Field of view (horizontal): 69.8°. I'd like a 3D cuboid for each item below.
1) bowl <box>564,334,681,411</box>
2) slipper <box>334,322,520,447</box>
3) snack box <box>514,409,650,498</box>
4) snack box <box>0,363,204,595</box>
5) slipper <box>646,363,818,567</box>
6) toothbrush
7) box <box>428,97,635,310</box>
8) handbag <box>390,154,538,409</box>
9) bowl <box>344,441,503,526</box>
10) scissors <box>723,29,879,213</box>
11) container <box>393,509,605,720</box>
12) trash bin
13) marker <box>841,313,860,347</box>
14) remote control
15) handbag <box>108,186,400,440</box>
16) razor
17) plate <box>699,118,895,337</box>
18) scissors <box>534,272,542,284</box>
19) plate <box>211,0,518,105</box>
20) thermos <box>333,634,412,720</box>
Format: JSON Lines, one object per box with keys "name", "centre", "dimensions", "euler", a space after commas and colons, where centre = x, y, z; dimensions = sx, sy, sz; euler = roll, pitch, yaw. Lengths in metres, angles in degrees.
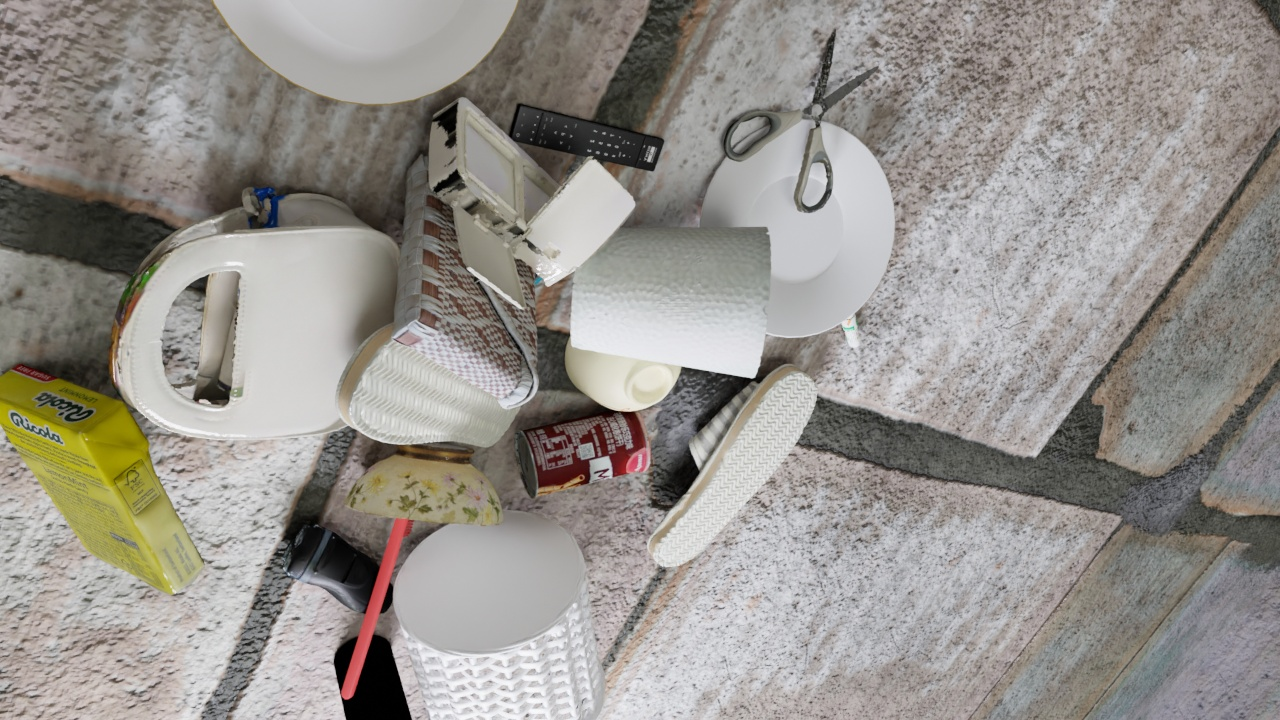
{"name": "bowl", "centre": [-0.005, 0.005, 0.889], "dimensions": [0.117, 0.074, 0.118], "euler": [-14, 126, -20]}
{"name": "slipper", "centre": [-0.172, 0.024, 0.769], "dimensions": [0.115, 0.052, 0.263], "euler": [-60, 161, 0]}
{"name": "snack box", "centre": [-0.058, 0.091, 0.919], "dimensions": [0.121, 0.072, 0.072], "euler": [-12, 126, -21]}
{"name": "snack box", "centre": [-0.410, 0.094, 0.703], "dimensions": [0.045, 0.121, 0.181], "euler": [-51, 145, -43]}
{"name": "slipper", "centre": [0.098, 0.118, 1.035], "dimensions": [0.114, 0.054, 0.273], "euler": [27, 101, -42]}
{"name": "toothbrush", "centre": [-0.255, 0.236, 0.895], "dimensions": [0.017, 0.012, 0.213], "euler": [-3, 116, -63]}
{"name": "box", "centre": [-0.073, -0.112, 0.686], "dimensions": [0.099, 0.183, 0.143], "euler": [-27, 140, 24]}
{"name": "handbag", "centre": [-0.129, -0.065, 0.708], "dimensions": [0.047, 0.185, 0.124], "euler": [-31, 136, 27]}
{"name": "bowl", "centre": [-0.192, 0.107, 0.835], "dimensions": [0.145, 0.145, 0.063], "euler": [9, 86, -33]}
{"name": "scissors", "centre": [0.151, -0.216, 0.850], "dimensions": [0.157, 0.012, 0.171], "euler": [-12, 108, -12]}
{"name": "container", "centre": [-0.138, 0.282, 0.927], "dimensions": [0.189, 0.189, 0.187], "euler": [-18, 126, -18]}
{"name": "trash bin", "centre": [0.024, -0.057, 0.804], "dimensions": [0.161, 0.133, 0.133], "euler": [5, 122, 0]}
{"name": "marker", "centre": [0.220, -0.070, 1.000], "dimensions": [0.017, 0.017, 0.145], "euler": [-32, 130, -7]}
{"name": "remote control", "centre": [-0.043, -0.188, 0.781], "dimensions": [0.140, 0.009, 0.030], "euler": [5, 118, -31]}
{"name": "handbag", "centre": [-0.290, -0.030, 0.686], "dimensions": [0.199, 0.093, 0.201], "euler": [-9, 126, -45]}
{"name": "razor", "centre": [-0.291, 0.208, 0.889], "dimensions": [0.140, 0.064, 0.052], "euler": [60, 42, -49]}
{"name": "plate", "centre": [0.152, -0.126, 0.890], "dimensions": [0.208, 0.015, 0.209], "euler": [-4, 102, -17]}
{"name": "scissors", "centre": [-0.136, -0.062, 0.811], "dimensions": [0.135, 0.019, 0.139], "euler": [-4, 124, -23]}
{"name": "plate", "centre": [-0.184, -0.287, 0.630], "dimensions": [0.229, 0.021, 0.230], "euler": [-14, 126, -20]}
{"name": "thermos", "centre": [-0.250, 0.374, 0.898], "dimensions": [0.061, 0.231, 0.061], "euler": [-14, 126, -20]}
